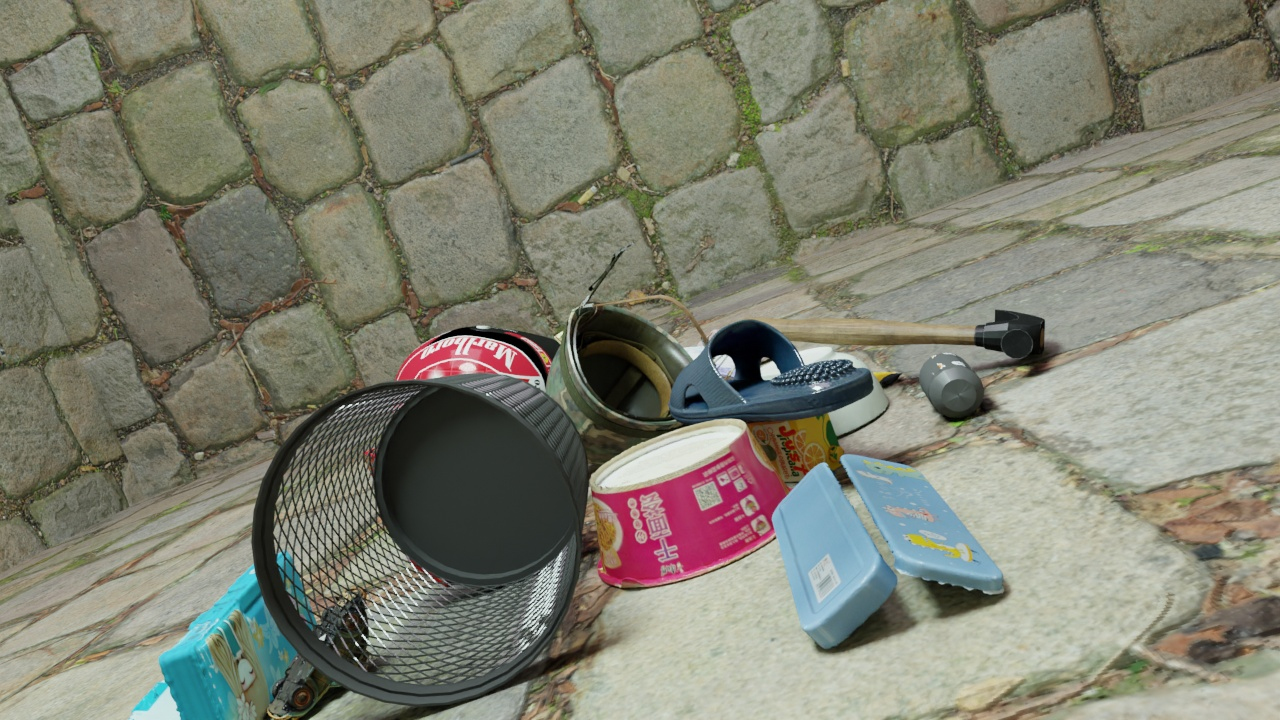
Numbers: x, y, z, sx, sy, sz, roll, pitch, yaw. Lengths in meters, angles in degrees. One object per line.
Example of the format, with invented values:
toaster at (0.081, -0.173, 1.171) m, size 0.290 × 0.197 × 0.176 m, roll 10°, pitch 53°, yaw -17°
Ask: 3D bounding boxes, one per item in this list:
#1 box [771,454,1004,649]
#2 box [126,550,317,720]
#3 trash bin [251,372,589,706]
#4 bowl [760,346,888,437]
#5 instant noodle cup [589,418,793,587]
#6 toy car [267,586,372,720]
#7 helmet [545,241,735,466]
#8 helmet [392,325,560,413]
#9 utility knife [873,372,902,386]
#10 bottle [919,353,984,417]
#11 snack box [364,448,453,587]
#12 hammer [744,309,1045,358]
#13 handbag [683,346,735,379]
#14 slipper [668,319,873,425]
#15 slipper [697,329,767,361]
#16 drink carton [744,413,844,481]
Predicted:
box at (0.144, 0.106, 0.588) m, size 0.122 × 0.047 × 0.209 m, roll -21°, pitch 9°, yaw 6°
box at (-0.358, 0.248, 0.752) m, size 0.117 × 0.097 × 0.227 m, roll -19°, pitch 7°, yaw -3°
trash bin at (-0.143, 0.112, 0.713) m, size 0.218 × 0.218 × 0.227 m, roll -20°, pitch 4°, yaw 4°
bowl at (0.169, 0.033, 0.939) m, size 0.153 × 0.073 × 0.153 m, roll -19°, pitch 8°, yaw 2°
instant noodle cup at (0.035, 0.107, 0.752) m, size 0.179 × 0.078 × 0.178 m, roll -21°, pitch 8°, yaw 3°
toy car at (-0.241, 0.235, 0.719) m, size 0.047 × 0.047 × 0.111 m, roll -12°, pitch 41°, yaw 51°
helmet at (-0.007, 0.007, 1.070) m, size 0.237 × 0.192 × 0.223 m, roll -54°, pitch -3°, yaw 42°
helmet at (-0.189, 0.054, 1.189) m, size 0.271 × 0.197 × 0.224 m, roll 1°, pitch -1°, yaw 12°
utility knife at (0.226, 0.020, 1.087) m, size 0.030 × 0.019 × 0.228 m, roll -18°, pitch 10°, yaw -24°
bottle at (0.280, 0.019, 0.833) m, size 0.047 × 0.047 × 0.112 m, roll -19°, pitch 8°, yaw 12°
snack box at (-0.228, 0.151, 0.939) m, size 0.035 × 0.132 × 0.152 m, roll -25°, pitch 8°, yaw -26°
hammer at (0.251, -0.029, 0.952) m, size 0.306 × 0.040 × 0.132 m, roll 3°, pitch 9°, yaw 30°
handbag at (0.084, 0.028, 1.256) m, size 0.126 × 0.069 × 0.158 m, roll -4°, pitch 12°, yaw 13°
slipper at (0.097, 0.007, 0.814) m, size 0.101 × 0.082 × 0.264 m, roll -21°, pitch 6°, yaw -25°
slipper at (0.115, -0.011, 1.436) m, size 0.240 × 0.064 × 0.094 m, roll -19°, pitch 8°, yaw 27°
drink carton at (0.121, 0.074, 0.822) m, size 0.041 × 0.058 × 0.123 m, roll -26°, pitch 9°, yaw -36°
